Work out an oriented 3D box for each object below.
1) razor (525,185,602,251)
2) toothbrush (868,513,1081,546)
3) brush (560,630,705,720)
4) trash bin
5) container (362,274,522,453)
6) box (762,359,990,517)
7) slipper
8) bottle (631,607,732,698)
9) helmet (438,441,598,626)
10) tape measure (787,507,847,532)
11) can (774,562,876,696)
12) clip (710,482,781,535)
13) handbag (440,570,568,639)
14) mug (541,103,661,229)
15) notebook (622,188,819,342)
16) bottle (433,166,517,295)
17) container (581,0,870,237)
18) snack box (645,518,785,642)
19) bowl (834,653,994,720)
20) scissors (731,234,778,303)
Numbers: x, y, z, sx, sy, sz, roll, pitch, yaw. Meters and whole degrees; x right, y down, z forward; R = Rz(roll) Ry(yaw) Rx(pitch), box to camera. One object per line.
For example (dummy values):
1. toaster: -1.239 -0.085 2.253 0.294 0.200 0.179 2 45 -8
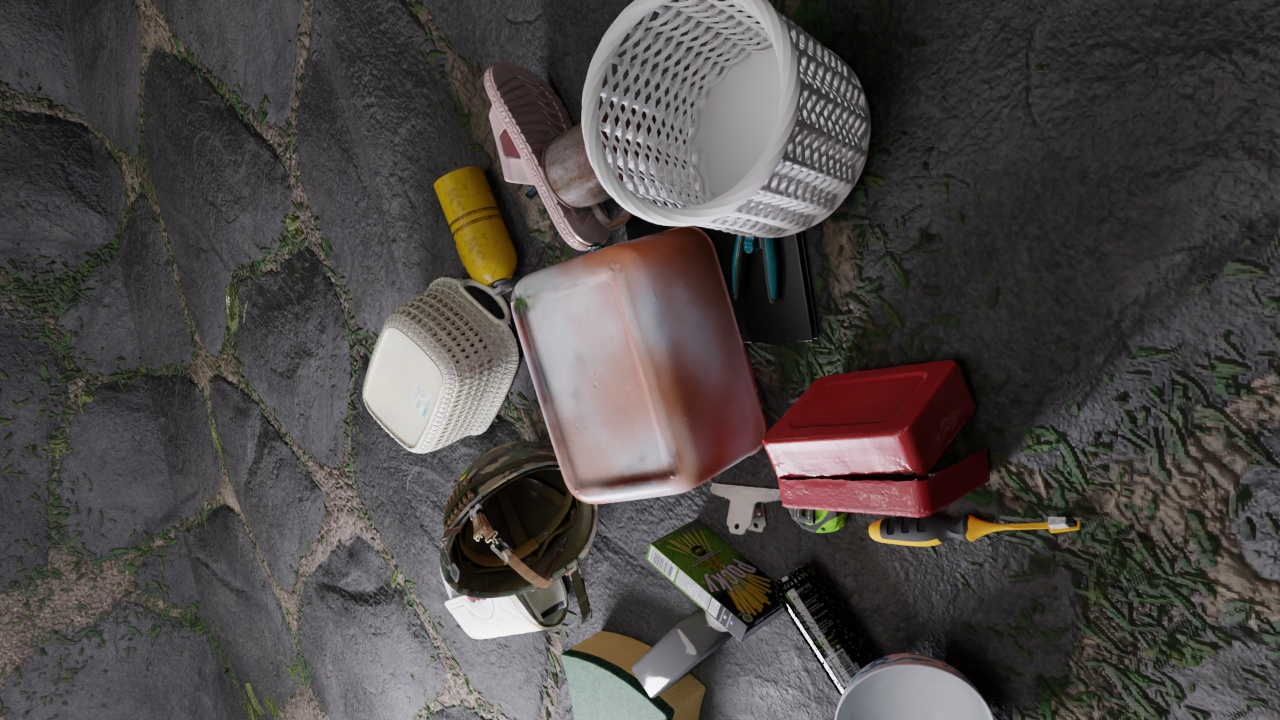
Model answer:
1. razor: -0.082 -0.168 1.116 0.042 0.022 0.144 -43 72 6
2. toothbrush: 0.296 0.152 0.832 0.197 0.031 0.031 -12 139 43
3. brush: -0.008 0.507 1.231 0.195 0.075 0.250 13 113 43
4. trash bin: -0.006 0.006 0.953 0.182 0.157 0.260 -13 95 37
5. container: -0.285 0.014 1.296 0.185 0.142 0.252 41 131 11
6. box: 0.207 0.070 0.821 0.158 0.135 0.117 -5 101 45
7. slipper: -0.115 -0.232 1.074 0.065 0.094 0.239 -27 90 43
8. bottle: 0.066 0.330 1.090 0.046 0.083 0.174 52 133 20
9. helmet: -0.158 0.220 1.185 0.224 0.192 0.236 -53 35 -5
10. tape measure: 0.180 0.148 0.942 0.066 0.035 0.059 1 105 45
11. can: 0.195 0.282 0.960 0.137 0.053 0.054 57 135 15
12. clip: 0.121 0.167 1.025 0.102 0.040 0.054 -2 82 47
13. handbag: -0.206 0.341 1.363 0.199 0.096 0.142 -27 85 45
14. mug: -0.036 -0.207 1.004 0.110 0.096 0.123 -15 101 51
15. notebook: 0.078 -0.101 0.975 0.232 0.019 0.169 0 105 46
16. bottle: -0.211 -0.165 1.211 0.071 0.070 0.164 -26 85 47
17. container: 0.078 -0.203 0.781 0.190 0.186 0.189 2 94 31
18. snack box: 0.087 0.245 1.039 0.147 0.080 0.025 35 126 33
19. bowl: 0.259 0.335 0.881 0.144 0.074 0.144 3 105 11
20. scissors: 0.110 -0.124 0.902 0.130 0.019 0.151 52 129 10
